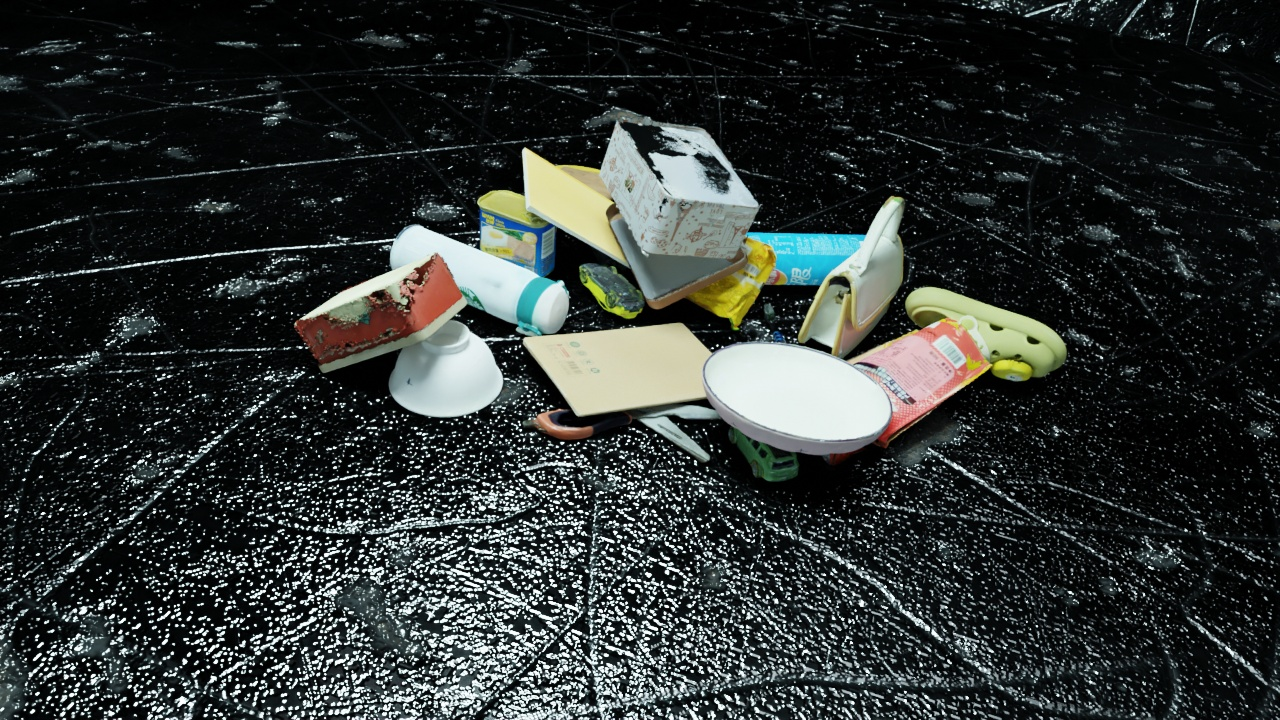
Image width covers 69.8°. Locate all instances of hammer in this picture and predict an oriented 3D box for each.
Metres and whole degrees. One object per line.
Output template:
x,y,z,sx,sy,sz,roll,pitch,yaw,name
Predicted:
-0.073,-0.201,1.282,0.128,0.033,0.300,-6,37,-16,hammer

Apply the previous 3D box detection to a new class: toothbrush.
0.164,-0.021,1.072,0.014,0.016,0.189,-4,29,-1,toothbrush

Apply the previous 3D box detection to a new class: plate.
0.153,0.042,0.921,0.192,0.039,0.192,7,28,-4,plate

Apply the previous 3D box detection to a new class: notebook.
-0.062,-0.185,1.177,0.206,0.010,0.145,27,31,-30,notebook
-0.006,0.006,1.003,0.207,0.008,0.148,-7,36,-30,notebook

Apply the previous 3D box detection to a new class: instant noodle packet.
0.098,-0.110,1.133,0.128,0.111,0.044,32,6,32,instant noodle packet

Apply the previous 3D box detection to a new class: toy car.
-0.037,-0.085,1.124,0.048,0.032,0.105,-10,42,-36,toy car
0.124,0.084,0.919,0.043,0.036,0.091,-10,35,-21,toy car

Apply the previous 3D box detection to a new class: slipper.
0.398,-0.019,1.085,0.190,0.092,0.081,25,76,11,slipper

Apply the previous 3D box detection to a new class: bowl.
-0.203,-0.002,0.954,0.118,0.065,0.118,5,36,-4,bowl

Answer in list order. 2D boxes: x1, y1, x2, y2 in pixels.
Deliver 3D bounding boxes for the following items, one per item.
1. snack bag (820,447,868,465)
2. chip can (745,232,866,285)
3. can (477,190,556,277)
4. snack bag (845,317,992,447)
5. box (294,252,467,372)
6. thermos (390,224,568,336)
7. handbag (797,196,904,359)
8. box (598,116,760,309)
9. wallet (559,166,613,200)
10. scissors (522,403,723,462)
0.182,0.075,0.947,0.048,0.026,0.104,-21,44,-31,snack bag
0.218,-0.132,1.205,0.210,0.071,0.071,0,36,-12,chip can
-0.156,-0.159,1.163,0.102,0.083,0.057,22,38,19,can
0.280,0.024,1.011,0.207,0.073,0.128,-27,40,-27,snack bag
-0.271,-0.054,0.933,0.169,0.078,0.091,-15,22,33,box
-0.188,-0.092,1.082,0.224,0.073,0.073,23,38,20,thermos
0.267,-0.101,1.079,0.063,0.179,0.162,30,40,20,handbag
0.035,-0.171,1.103,0.150,0.167,0.181,2,42,-29,box
-0.087,-0.243,1.295,0.115,0.020,0.101,18,36,20,wallet
-0.016,0.046,0.964,0.225,0.015,0.188,-1,36,-14,scissors
